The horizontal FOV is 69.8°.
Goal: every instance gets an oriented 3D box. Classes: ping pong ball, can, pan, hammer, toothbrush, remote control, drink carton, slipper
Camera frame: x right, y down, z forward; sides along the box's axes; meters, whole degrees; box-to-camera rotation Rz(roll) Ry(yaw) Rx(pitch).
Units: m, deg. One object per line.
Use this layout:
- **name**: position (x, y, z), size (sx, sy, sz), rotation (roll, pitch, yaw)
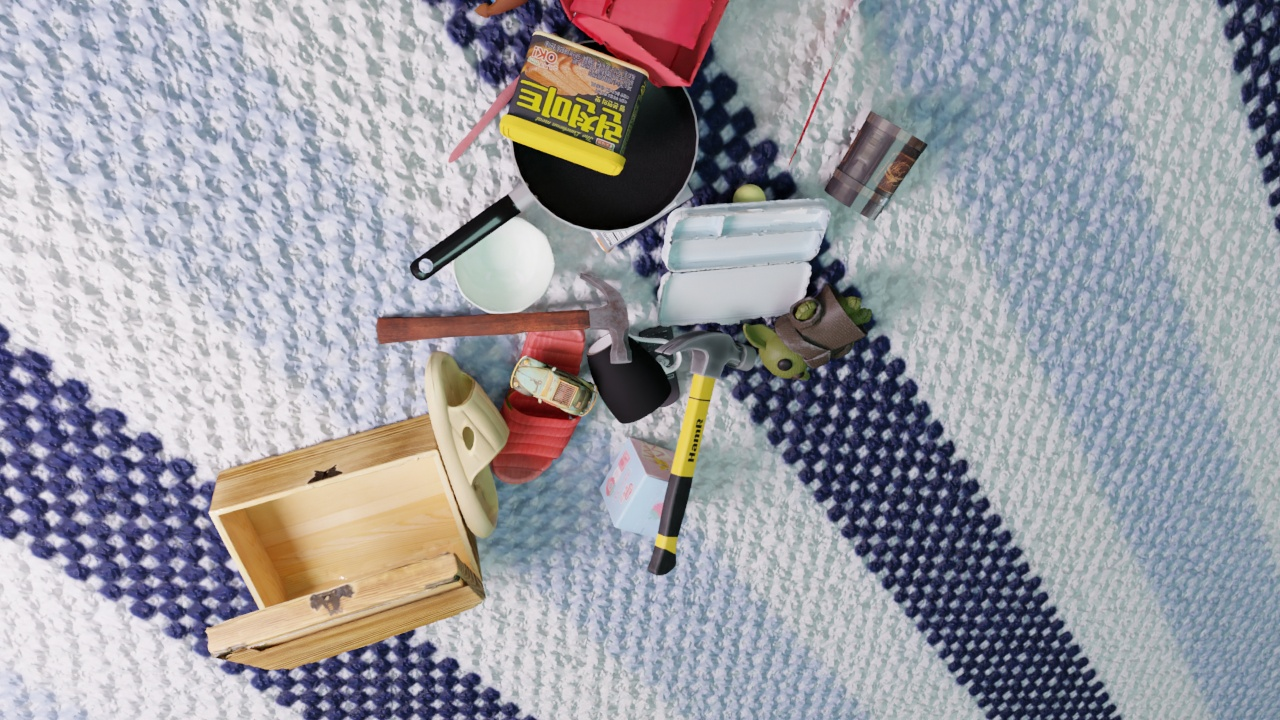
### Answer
- **ping pong ball**: position (0.133, -0.195, 1.123), size (0.040, 0.040, 0.040), rotation (-7, 120, -13)
- **can**: position (-0.067, -0.263, 0.944), size (0.130, 0.072, 0.101), rotation (18, 91, -8)
- **pan**: position (-0.101, -0.198, 1.004), size (0.355, 0.044, 0.204), rotation (-36, 100, -1)
- **hammer**: position (-0.164, -0.045, 1.107), size (0.300, 0.028, 0.111), rotation (-3, 84, -6)
- **toothbrush**: position (-0.152, -0.285, 1.006), size (0.015, 0.015, 0.185), rotation (39, 104, -23)
- **hammer**: position (0.057, 0.118, 1.179), size (0.169, 0.034, 0.324), rotation (12, 92, -47)
- **remote control**: position (0.027, 0.010, 1.224), size (0.046, 0.009, 0.125), rotation (-13, 121, -9)
- **drink carton**: position (-0.010, -0.191, 1.078), size (0.125, 0.048, 0.076), rotation (-32, 122, 3)
- **slipper**: position (-0.127, 0.062, 1.181), size (0.103, 0.059, 0.249), rotation (11, 113, -21)
- **slipper**: position (-0.200, 0.102, 1.140), size (0.079, 0.111, 0.262), rotation (-9, 116, 1)

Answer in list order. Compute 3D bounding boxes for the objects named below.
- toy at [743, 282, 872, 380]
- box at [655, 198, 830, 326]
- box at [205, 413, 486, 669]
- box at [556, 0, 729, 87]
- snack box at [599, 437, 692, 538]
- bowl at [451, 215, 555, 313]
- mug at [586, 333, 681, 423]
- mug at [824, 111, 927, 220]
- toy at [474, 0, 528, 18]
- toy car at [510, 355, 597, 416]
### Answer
- **toy**: position (0.227, -0.033, 1.207), size (0.153, 0.078, 0.179), rotation (-36, 140, 19)
- **box**: position (0.125, -0.122, 1.152), size (0.209, 0.037, 0.190), rotation (-7, 139, -12)
- **box**: position (-0.343, 0.270, 1.120), size (0.279, 0.264, 0.270), rotation (-17, 123, -9)
- **box**: position (-0.026, -0.433, 0.773), size (0.467, 0.138, 0.214), rotation (29, 85, -59)
- **snack box**: position (0.007, 0.176, 1.261), size (0.079, 0.094, 0.093), rotation (20, 110, -25)
- **bowl**: position (-0.162, -0.118, 1.065), size (0.117, 0.061, 0.117), rotation (-6, 113, -13)
- **mug**: position (-0.007, 0.007, 1.174), size (0.118, 0.085, 0.100), rotation (-36, 109, -7)
- **mug**: position (0.297, -0.235, 1.135), size (0.115, 0.080, 0.107), rotation (7, 121, -49)
- **toy**: position (-0.143, -0.403, 0.932), size (0.103, 0.070, 0.090), rotation (-26, 111, 25)
- **toy car**: position (-0.102, 0.034, 1.126), size (0.112, 0.047, 0.047), rotation (23, 91, -19)
